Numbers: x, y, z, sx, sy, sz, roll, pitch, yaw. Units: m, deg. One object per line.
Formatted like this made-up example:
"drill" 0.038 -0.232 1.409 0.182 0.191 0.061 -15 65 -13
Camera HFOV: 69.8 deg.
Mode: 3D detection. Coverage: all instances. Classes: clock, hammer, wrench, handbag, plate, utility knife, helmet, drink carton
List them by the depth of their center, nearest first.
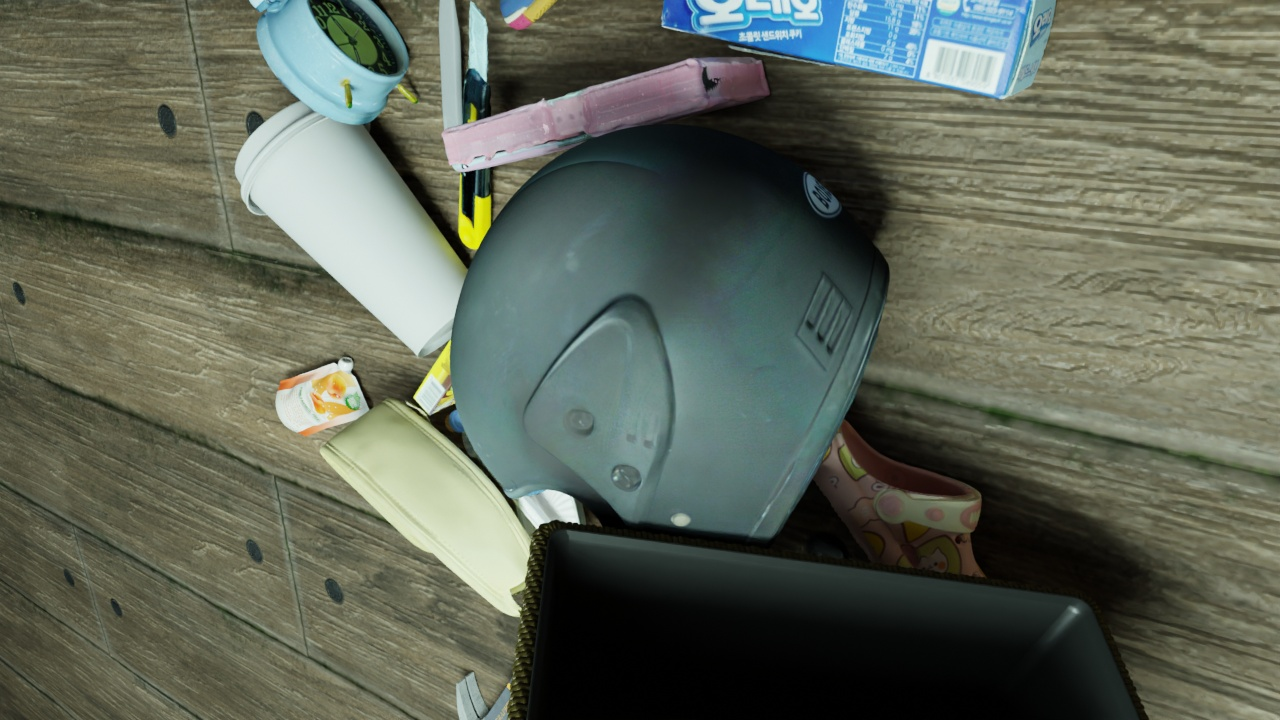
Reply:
"helmet" -0.004 0.003 0.593 0.236 0.248 0.317 23 118 1
"utility knife" -0.133 -0.181 0.739 0.029 0.020 0.214 31 135 22
"clock" -0.260 -0.273 0.760 0.060 0.117 0.162 -32 95 29
"wrench" -0.097 0.131 0.809 0.273 0.009 0.047 38 135 46
"plate" -0.081 0.138 0.825 0.157 0.014 0.157 33 129 55
"handbag" -0.190 0.136 0.871 0.233 0.088 0.191 19 147 48
"hammer" -0.108 0.334 0.952 0.139 0.035 0.313 43 128 16
"drink carton" -0.347 0.041 1.010 0.122 0.038 0.069 -15 100 33

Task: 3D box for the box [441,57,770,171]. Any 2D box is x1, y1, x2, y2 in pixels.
"box" -0.030 -0.171 0.649 0.233 0.098 0.037 -4 102 36

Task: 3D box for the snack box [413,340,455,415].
"snack box" -0.147 -0.010 0.820 0.025 0.061 0.149 49 129 10

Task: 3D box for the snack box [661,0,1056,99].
"snack box" 0.121 -0.209 0.544 0.226 0.059 0.059 22 124 28

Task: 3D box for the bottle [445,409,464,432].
"bottle" -0.133 0.045 0.840 0.131 0.047 0.048 -18 97 40

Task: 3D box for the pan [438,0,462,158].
"pan" -0.145 -0.317 0.693 0.201 0.050 0.357 34 141 33

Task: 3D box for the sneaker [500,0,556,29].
"sneaker" -0.039 -0.328 0.592 0.091 0.116 0.243 34 127 -15

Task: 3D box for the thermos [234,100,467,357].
"thermos" -0.239 -0.112 0.812 0.222 0.131 0.132 49 129 0

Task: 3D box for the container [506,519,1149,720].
"container" 0.082 0.238 0.503 0.321 0.176 0.205 9 129 -6

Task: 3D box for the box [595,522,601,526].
"box" 0.029 0.185 0.702 0.216 0.081 0.063 -141 48 -61

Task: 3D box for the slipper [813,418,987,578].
"slipper" 0.188 0.105 0.615 0.082 0.093 0.197 -40 81 19
